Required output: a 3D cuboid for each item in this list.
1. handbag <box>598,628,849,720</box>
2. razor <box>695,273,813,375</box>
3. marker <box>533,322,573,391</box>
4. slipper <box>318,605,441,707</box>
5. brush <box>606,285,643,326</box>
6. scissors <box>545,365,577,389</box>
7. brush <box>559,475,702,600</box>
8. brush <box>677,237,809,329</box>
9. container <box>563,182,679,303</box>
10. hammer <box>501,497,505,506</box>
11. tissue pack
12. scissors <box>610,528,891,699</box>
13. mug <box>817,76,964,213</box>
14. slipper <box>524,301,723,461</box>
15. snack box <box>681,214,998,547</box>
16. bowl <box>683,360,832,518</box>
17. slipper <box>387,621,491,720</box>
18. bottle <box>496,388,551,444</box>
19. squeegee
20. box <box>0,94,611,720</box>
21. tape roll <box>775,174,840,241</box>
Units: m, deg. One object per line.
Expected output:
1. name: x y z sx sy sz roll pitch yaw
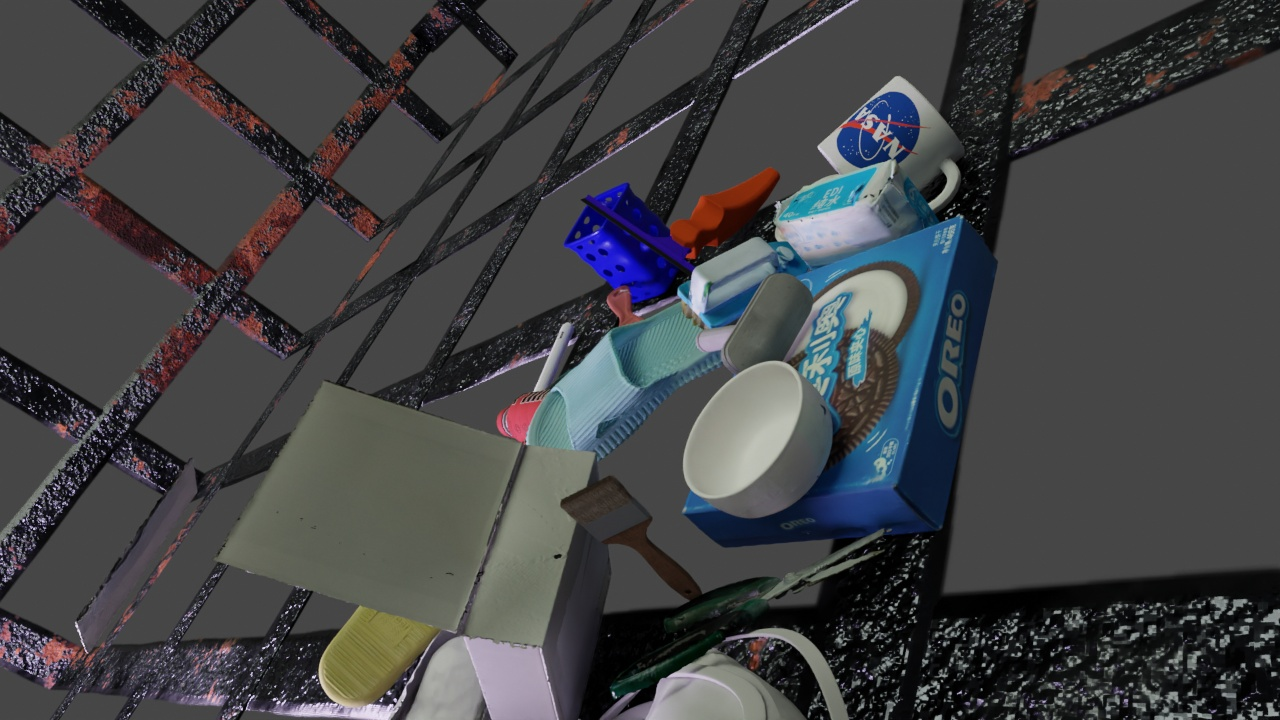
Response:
1. handbag: 0.019 0.258 0.564 0.215 0.095 0.223 -53 14 -16
2. razor: 0.079 -0.021 0.747 0.088 0.047 0.116 -58 18 -16
3. marker: -0.112 0.002 1.170 0.020 0.017 0.133 -23 35 40
4. slipper: -0.246 0.274 0.949 0.190 0.091 0.082 -51 -16 -28
5. brush: -0.008 -0.035 1.031 0.041 0.030 0.172 -32 31 8
6. scissors: -0.056 0.015 1.062 0.129 0.019 0.138 5 55 53
7. brush: 0.003 0.134 0.654 0.045 0.143 0.008 -28 32 21
8. brush: 0.102 -0.078 0.831 0.135 0.075 0.055 -28 61 -23
9. container: -0.015 -0.137 1.098 0.085 0.113 0.084 -12 44 52
10. hammer: -0.088 0.218 0.808 0.099 0.044 0.321 -38 30 22
11. tissue pack: 0.183 -0.112 0.772 0.145 0.093 0.061 -4 47 56
12. scissors: 0.078 0.156 0.614 0.209 0.015 0.154 -29 -6 5
13. mug: 0.229 -0.176 0.809 0.090 0.091 0.121 -41 61 16
14. slipper: -0.005 0.005 0.877 0.276 0.069 0.116 -34 42 3
15. snack box: 0.149 0.019 0.684 0.196 0.056 0.238 -18 40 48
16. bowl: 0.083 0.057 0.608 0.105 0.054 0.104 -40 29 27
17. slipper: -0.185 0.338 0.753 0.112 0.075 0.246 9 58 25
18. bottle: -0.104 0.063 1.020 0.177 0.062 0.062 -11 44 53
19. squeegee: 0.085 -0.158 1.013 0.184 0.055 0.249 -39 57 -21
20. box: -0.175 0.070 0.608 0.149 0.506 0.166 -26 32 32
21. tape roll: 0.177 -0.149 0.928 0.093 0.013 0.092 -37 28 24
